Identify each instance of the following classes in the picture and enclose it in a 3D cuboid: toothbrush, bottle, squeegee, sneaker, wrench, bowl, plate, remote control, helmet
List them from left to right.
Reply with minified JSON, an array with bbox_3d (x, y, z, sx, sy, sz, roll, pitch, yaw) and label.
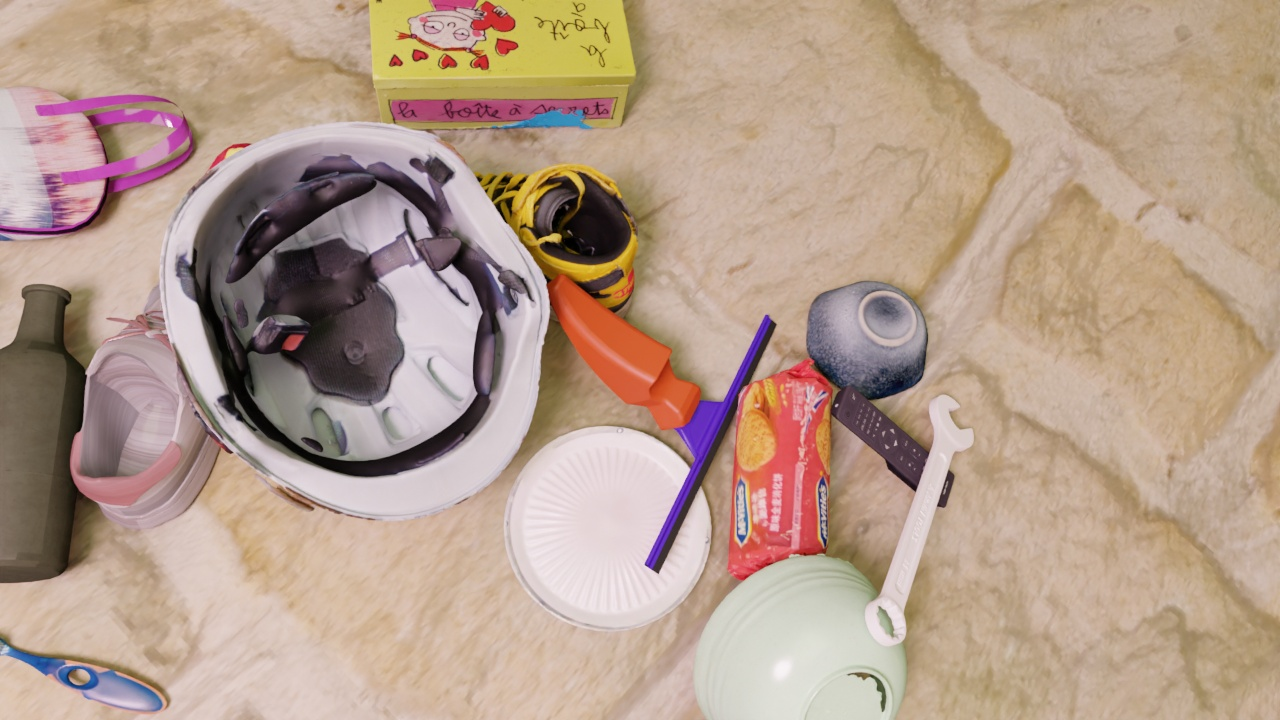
[{"bbox_3d":[-0.426,0.046,0.637,0.071,0.072,0.206,-2,68,-10],"label":"bottle"},{"bbox_3d":[-0.379,0.207,0.608,0.135,0.017,0.021,20,68,0],"label":"toothbrush"},{"bbox_3d":[-0.338,-0.002,0.660,0.099,0.090,0.235,10,67,-5],"label":"sneaker"},{"bbox_3d":[-0.198,-0.021,0.647,0.236,0.164,0.264,-31,99,-21],"label":"helmet"},{"bbox_3d":[-0.109,-0.113,0.723,0.238,0.122,0.085,24,65,0],"label":"sneaker"},{"bbox_3d":[-0.025,0.126,0.696,0.157,0.014,0.156,3,67,-8],"label":"plate"},{"bbox_3d":[-0.004,0.004,0.699,0.185,0.055,0.248,45,55,-24],"label":"squeegee"},{"bbox_3d":[0.117,0.213,0.609,0.150,0.077,0.151,-5,107,-19],"label":"bowl"},{"bbox_3d":[0.197,-0.026,0.770,0.110,0.055,0.110,3,68,-7],"label":"bowl"},{"bbox_3d":[0.198,0.069,0.719,0.136,0.015,0.032,38,63,-23],"label":"remote control"},{"bbox_3d":[0.209,0.107,0.676,0.047,0.009,0.272,47,41,-5],"label":"wrench"}]

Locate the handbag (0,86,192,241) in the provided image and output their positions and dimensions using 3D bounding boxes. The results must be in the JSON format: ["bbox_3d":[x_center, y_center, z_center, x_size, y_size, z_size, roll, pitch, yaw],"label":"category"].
[{"bbox_3d":[-0.450,-0.169,0.732,0.169,0.068,0.144,-22,73,-23],"label":"handbag"}]

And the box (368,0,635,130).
[{"bbox_3d":[-0.122,-0.273,0.809,0.221,0.082,0.124,-3,68,-9],"label":"box"}]

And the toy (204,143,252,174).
[{"bbox_3d":[-0.277,-0.127,0.738,0.137,0.067,0.105,35,58,-2],"label":"toy"}]

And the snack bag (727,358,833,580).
[{"bbox_3d":[0.108,0.090,0.699,0.082,0.082,0.176,9,67,-5],"label":"snack bag"}]
